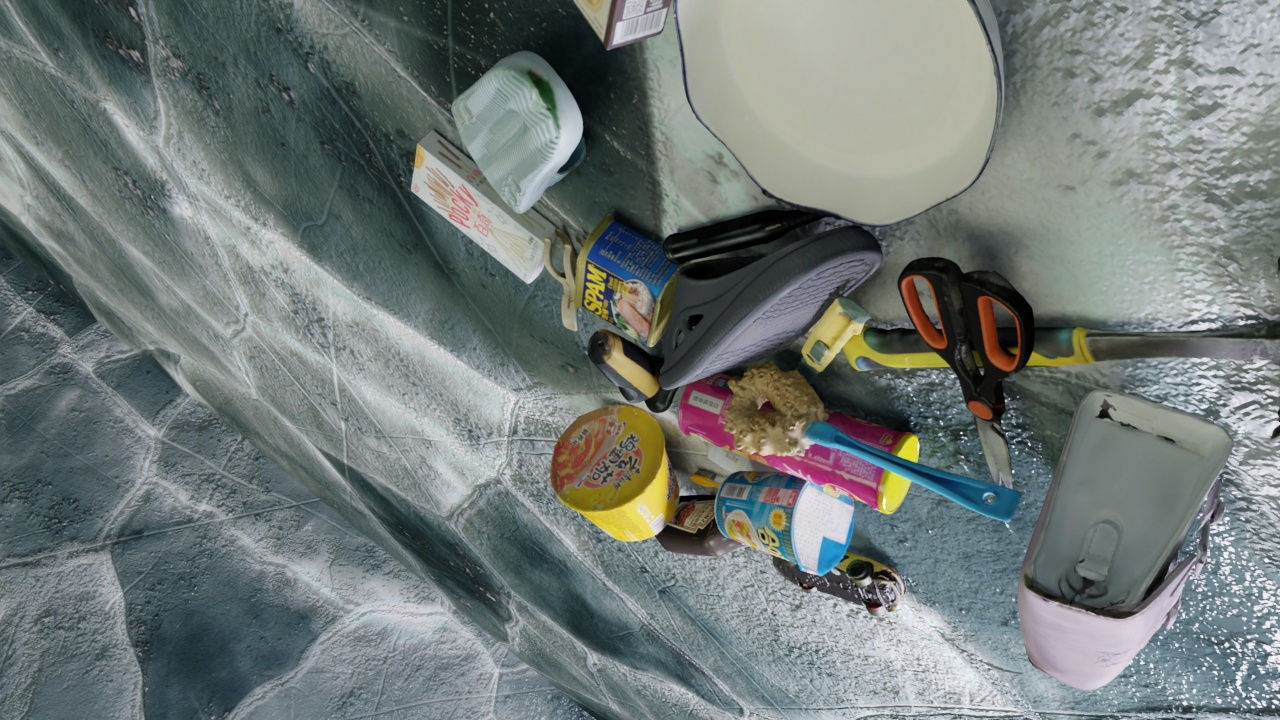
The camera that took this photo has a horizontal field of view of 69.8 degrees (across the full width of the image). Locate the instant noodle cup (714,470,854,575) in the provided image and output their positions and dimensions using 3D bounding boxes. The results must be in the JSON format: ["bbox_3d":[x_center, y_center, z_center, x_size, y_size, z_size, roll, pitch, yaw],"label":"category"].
[{"bbox_3d":[0.133,0.148,0.889,0.110,0.099,0.099,4,136,47],"label":"instant noodle cup"}]

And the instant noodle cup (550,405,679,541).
[{"bbox_3d":[-0.021,0.137,1.059,0.138,0.137,0.110,19,155,33],"label":"instant noodle cup"}]

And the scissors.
[{"bbox_3d":[0.229,0.014,0.644,0.142,0.021,0.235,36,159,26],"label":"scissors"}]

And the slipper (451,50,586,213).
[{"bbox_3d":[-0.087,-0.186,0.718,0.104,0.074,0.246,54,166,-10],"label":"slipper"}]

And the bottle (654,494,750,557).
[{"bbox_3d":[0.097,0.187,1.038,0.195,0.079,0.044,-9,120,52],"label":"bottle"}]

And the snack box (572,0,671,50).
[{"bbox_3d":[-0.023,-0.263,0.518,0.113,0.053,0.126,58,156,17],"label":"snack box"}]

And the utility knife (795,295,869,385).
[{"bbox_3d":[0.147,-0.010,0.730,0.031,0.022,0.211,51,173,12],"label":"utility knife"}]

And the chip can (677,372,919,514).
[{"bbox_3d":[0.138,0.068,0.829,0.211,0.071,0.071,19,146,33],"label":"chip can"}]

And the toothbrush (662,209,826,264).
[{"bbox_3d":[0.094,-0.099,0.687,0.213,0.026,0.027,-5,100,52],"label":"toothbrush"}]

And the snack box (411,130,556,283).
[{"bbox_3d":[-0.156,-0.149,0.904,0.157,0.026,0.085,38,152,0],"label":"snack box"}]

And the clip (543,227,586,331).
[{"bbox_3d":[-0.065,-0.079,0.883,0.035,0.071,0.100,21,144,29],"label":"clip"}]

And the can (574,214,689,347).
[{"bbox_3d":[-0.009,-0.069,0.818,0.083,0.057,0.102,30,151,11],"label":"can"}]

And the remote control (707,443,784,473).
[{"bbox_3d":[0.138,0.114,0.941,0.150,0.021,0.058,32,138,16],"label":"remote control"}]

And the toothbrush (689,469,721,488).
[{"bbox_3d":[0.134,0.145,1.004,0.192,0.018,0.016,9,138,39],"label":"toothbrush"}]

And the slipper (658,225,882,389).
[{"bbox_3d":[0.086,-0.053,0.709,0.083,0.110,0.269,69,155,12],"label":"slipper"}]

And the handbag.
[{"bbox_3d":[0.309,0.130,0.606,0.098,0.144,0.197,25,161,31],"label":"handbag"}]

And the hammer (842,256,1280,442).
[{"bbox_3d":[0.276,-0.006,0.603,0.324,0.031,0.126,0,132,49],"label":"hammer"}]

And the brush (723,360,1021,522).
[{"bbox_3d":[0.176,0.070,0.744,0.255,0.083,0.046,22,167,30],"label":"brush"}]

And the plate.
[{"bbox_3d":[0.115,-0.173,0.537,0.205,0.045,0.205,29,151,18],"label":"plate"}]

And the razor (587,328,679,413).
[{"bbox_3d":[-0.005,0.005,0.869,0.167,0.068,0.062,37,-146,-66],"label":"razor"}]

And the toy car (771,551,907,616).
[{"bbox_3d":[0.214,0.233,1.007,0.156,0.041,0.071,5,137,43],"label":"toy car"}]
